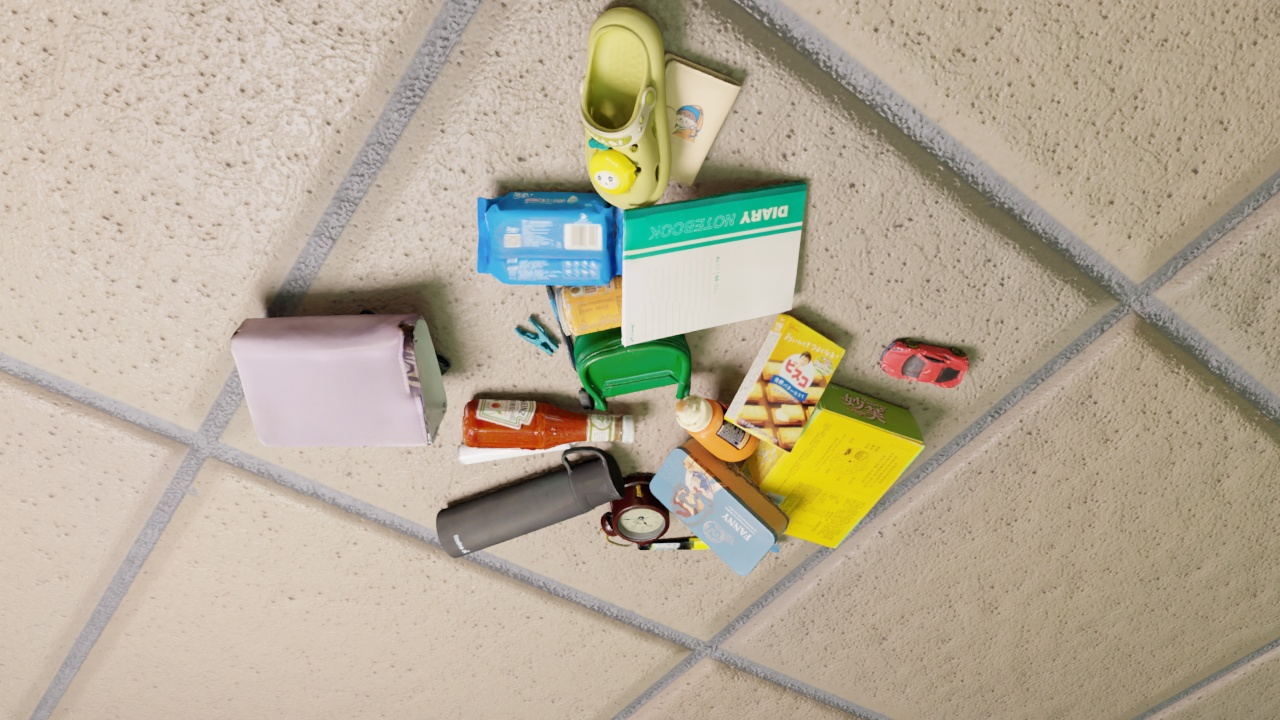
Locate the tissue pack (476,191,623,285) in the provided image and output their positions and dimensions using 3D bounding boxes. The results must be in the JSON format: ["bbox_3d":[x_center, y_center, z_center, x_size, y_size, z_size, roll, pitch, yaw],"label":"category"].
[{"bbox_3d":[-0.093,-0.128,0.953,0.157,0.052,0.095,0,126,-4],"label":"tissue pack"}]

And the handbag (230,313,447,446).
[{"bbox_3d":[-0.325,0.017,1.004,0.197,0.098,0.145,-1,127,4],"label":"handbag"}]

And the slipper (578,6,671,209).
[{"bbox_3d":[-0.025,-0.225,0.852,0.092,0.081,0.191,17,126,25],"label":"slipper"}]

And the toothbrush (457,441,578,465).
[{"bbox_3d":[-0.118,0.101,1.145,0.221,0.026,0.026,-9,103,4],"label":"toothbrush"}]

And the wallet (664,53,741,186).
[{"bbox_3d":[0.035,-0.234,0.897,0.087,0.024,0.115,19,127,-13],"label":"wallet"}]

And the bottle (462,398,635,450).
[{"bbox_3d":[-0.109,0.079,1.105,0.206,0.059,0.060,2,128,-3],"label":"bottle"}]

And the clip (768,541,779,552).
[{"bbox_3d":[0.167,0.256,1.291,0.058,0.044,0.027,-7,129,8],"label":"clip"}]

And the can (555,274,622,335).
[{"bbox_3d":[-0.015,-0.068,1.000,0.146,0.058,0.058,-12,128,5],"label":"can"}]

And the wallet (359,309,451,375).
[{"bbox_3d":[-0.296,0.004,1.065,0.121,0.019,0.097,36,118,-24],"label":"wallet"}]

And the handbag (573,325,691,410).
[{"bbox_3d":[-0.006,0.006,1.052,0.131,0.067,0.120,-12,133,4],"label":"handbag"}]

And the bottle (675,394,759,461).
[{"bbox_3d":[0.086,0.075,1.087,0.067,0.066,0.149,-33,146,20],"label":"bottle"}]

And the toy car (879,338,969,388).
[{"bbox_3d":[0.339,0.006,1.099,0.106,0.031,0.049,11,125,-10],"label":"toy car"}]

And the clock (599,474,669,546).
[{"bbox_3d":[-0.005,0.205,1.216,0.082,0.055,0.122,20,126,-19],"label":"clock"}]

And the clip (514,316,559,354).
[{"bbox_3d":[-0.117,-0.027,1.055,0.039,0.013,0.056,-35,121,22],"label":"clip"}]

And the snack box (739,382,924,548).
[{"bbox_3d":[0.232,0.134,1.166,0.157,0.070,0.211,19,124,-17],"label":"snack box"}]

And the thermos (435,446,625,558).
[{"bbox_3d":[-0.146,0.177,1.184,0.243,0.068,0.090,-22,109,11],"label":"thermos"}]

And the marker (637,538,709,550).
[{"bbox_3d":[0.057,0.257,1.287,0.124,0.015,0.018,-3,127,3],"label":"marker"}]

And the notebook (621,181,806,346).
[{"bbox_3d":[0.076,-0.101,0.953,0.208,0.012,0.151,-13,124,-22],"label":"notebook"}]

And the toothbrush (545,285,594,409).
[{"bbox_3d":[-0.083,-0.012,1.068,0.016,0.014,0.190,-2,130,19],"label":"toothbrush"}]

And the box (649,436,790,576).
[{"bbox_3d":[0.102,0.182,1.140,0.184,0.059,0.090,41,125,19],"label":"box"}]

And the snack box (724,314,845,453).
[{"bbox_3d":[0.167,0.027,1.061,0.087,0.034,0.140,29,87,-23],"label":"snack box"}]
